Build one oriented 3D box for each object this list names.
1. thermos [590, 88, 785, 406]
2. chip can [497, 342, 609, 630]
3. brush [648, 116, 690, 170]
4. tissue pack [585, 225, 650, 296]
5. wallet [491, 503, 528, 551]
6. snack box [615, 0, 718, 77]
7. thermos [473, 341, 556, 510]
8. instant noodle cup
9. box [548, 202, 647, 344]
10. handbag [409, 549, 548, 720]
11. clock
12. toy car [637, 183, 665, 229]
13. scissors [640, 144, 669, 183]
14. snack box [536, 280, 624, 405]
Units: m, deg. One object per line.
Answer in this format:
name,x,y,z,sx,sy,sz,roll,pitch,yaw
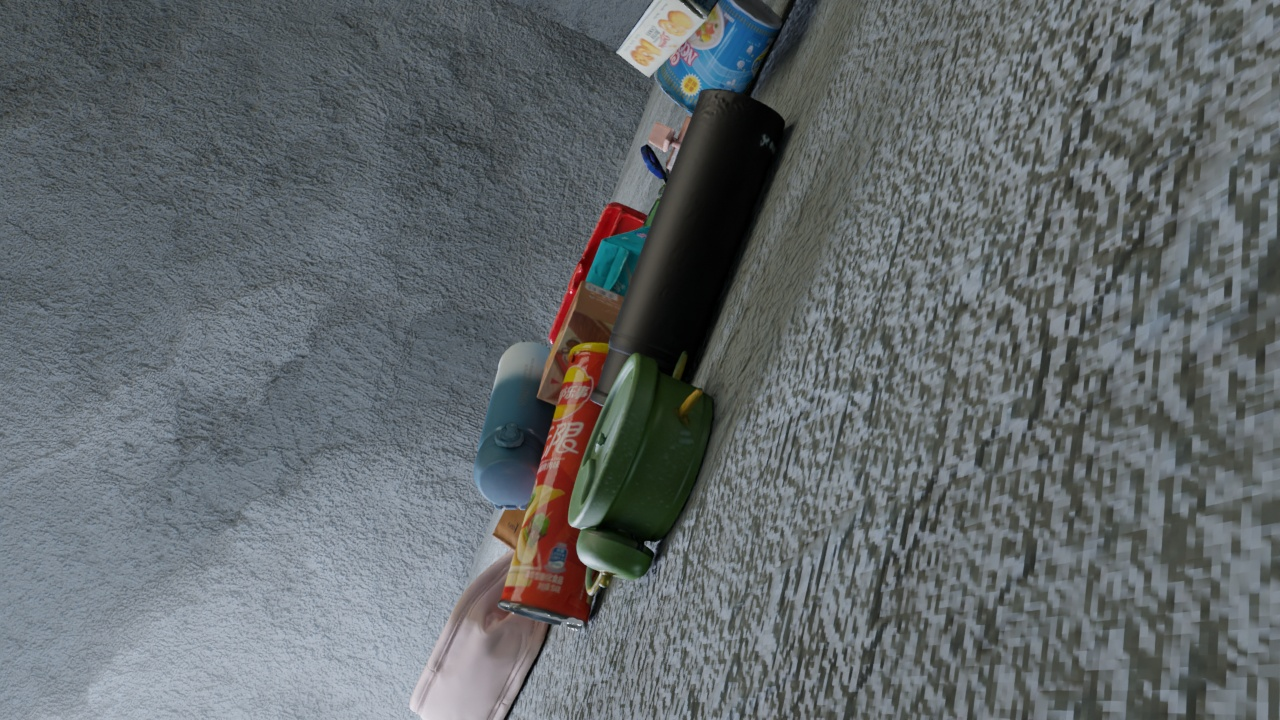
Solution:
thermos,0.034,-0.073,0.689,0.090,0.068,0.242,18,-87,-76
chip can,-0.049,0.095,0.720,0.073,0.073,0.216,130,157,-67
brush,0.047,-0.231,0.994,0.145,0.073,0.063,-100,33,-72
tissue pack,-0.011,-0.079,0.904,0.133,0.050,0.093,-29,-33,-62
wallet,-0.082,0.112,0.826,0.130,0.035,0.119,-63,15,-11
snack box,0.064,-0.360,0.826,0.182,0.046,0.178,-56,13,-7
thermos,-0.108,0.053,0.832,0.220,0.070,0.070,-95,27,-66
instant noodle cup,0.083,-0.310,0.918,0.110,0.099,0.099,-54,14,34
box,-0.040,-0.080,1.094,0.100,0.095,0.201,-81,16,-69
handbag,-0.143,0.263,0.971,0.194,0.093,0.233,-63,2,30
clock,-0.006,0.073,0.584,0.116,0.056,0.161,-96,29,-75
toy car,0.031,-0.152,0.991,0.091,0.043,0.036,-60,31,3
scissors,0.032,-0.206,1.085,0.162,0.012,0.162,44,-153,-59
snack box,-0.031,-0.003,0.826,0.077,0.092,0.094,-87,21,-66
